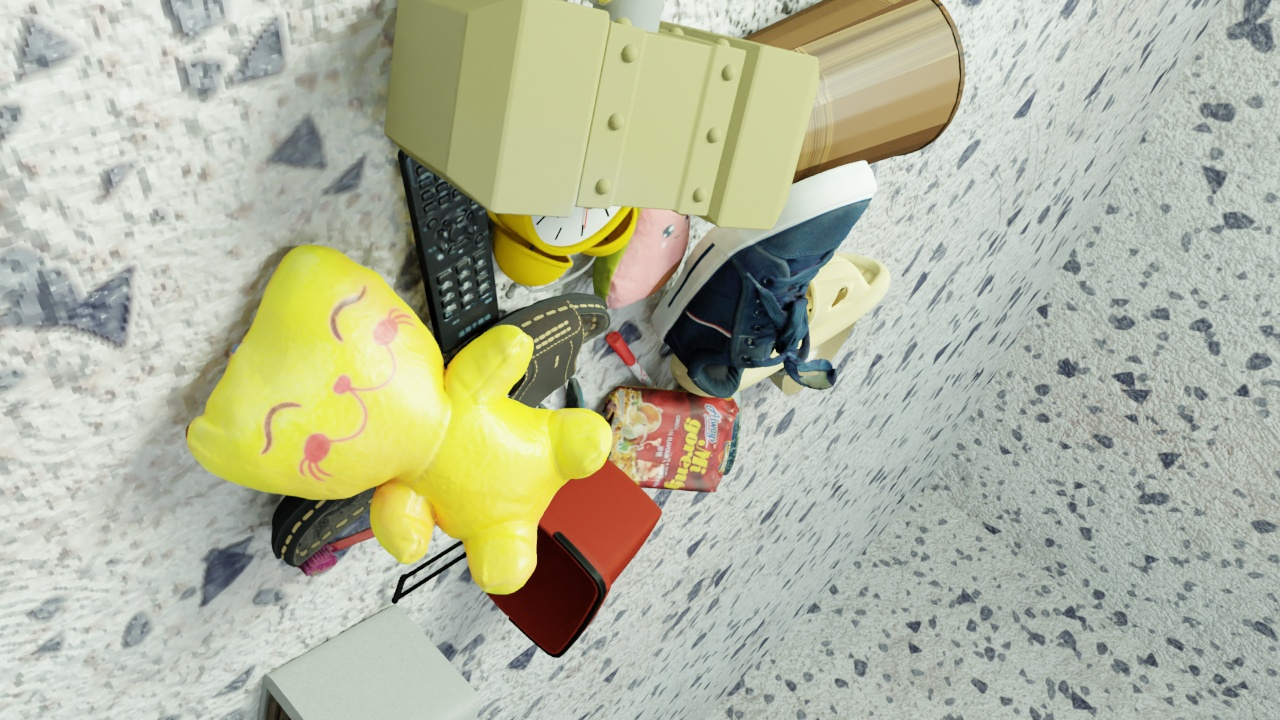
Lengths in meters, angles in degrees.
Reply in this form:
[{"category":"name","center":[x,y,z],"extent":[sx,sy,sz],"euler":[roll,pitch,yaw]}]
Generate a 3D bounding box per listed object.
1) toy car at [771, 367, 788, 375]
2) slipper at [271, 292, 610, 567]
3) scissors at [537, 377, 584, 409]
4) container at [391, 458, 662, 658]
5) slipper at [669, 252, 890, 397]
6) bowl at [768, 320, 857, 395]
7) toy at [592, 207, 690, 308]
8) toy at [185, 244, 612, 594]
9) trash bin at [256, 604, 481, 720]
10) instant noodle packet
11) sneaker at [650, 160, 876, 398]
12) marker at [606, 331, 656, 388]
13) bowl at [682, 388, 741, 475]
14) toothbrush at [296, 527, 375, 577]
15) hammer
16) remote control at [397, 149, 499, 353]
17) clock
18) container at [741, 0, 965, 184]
[{"category":"toy car","center":[0.129,-0.005,0.975],"extent":[0.092,0.037,0.040],"euler":[10,122,-23]},{"category":"slipper","center":[-0.112,0.048,0.593],"extent":[0.267,0.076,0.113],"euler":[-40,173,-23]},{"category":"scissors","center":[-0.061,0.060,0.791],"extent":[0.127,0.019,0.142],"euler":[-9,134,-58]},{"category":"container","center":[-0.089,0.179,0.779],"extent":[0.200,0.127,0.148],"euler":[-36,162,-44]},{"category":"slipper","center":[0.131,-0.059,0.882],"extent":[0.260,0.111,0.079],"euler":[-34,129,-26]},{"category":"bowl","center":[0.194,-0.035,1.068],"extent":[0.152,0.050,0.153],"euler":[-40,154,-25]},{"category":"toy","center":[0.003,-0.090,0.652],"extent":[0.089,0.051,0.110],"euler":[-36,152,-39]},{"category":"toy","center":[-0.119,0.030,0.487],"extent":[0.134,0.193,0.087],"euler":[-62,-161,-1]},{"category":"trash bin","center":[-0.234,0.333,0.750],"extent":[0.114,0.114,0.229],"euler":[-23,143,-48]},{"category":"instant noodle packet","center":[0.022,0.075,0.853],"extent":[0.135,0.039,0.099],"euler":[7,111,-17]},{"category":"sneaker","center":[0.102,-0.038,0.689],"extent":[0.120,0.127,0.295],"euler":[-22,167,-23]},{"category":"marker","center":[-0.005,0.005,0.820],"extent":[0.012,0.013,0.142],"euler":[-49,156,-6]},{"category":"bowl","center":[0.063,0.057,0.938],"extent":[0.114,0.060,0.114],"euler":[-176,-88,-84]},{"category":"toothbrush","center":[-0.171,0.121,0.683],"extent":[0.189,0.016,0.016],"euler":[-16,137,-53]},{"category":"hammer","center":[0.010,-0.231,0.396],"extent":[0.189,0.101,0.325],"euler":[-3,116,-35]},{"category":"remote control","center":[-0.109,-0.068,0.524],"extent":[0.047,0.022,0.150],"euler":[-37,150,-29]},{"category":"clock","center":[-0.041,-0.107,0.552],"extent":[0.113,0.052,0.152],"euler":[-31,145,-38]},{"category":"container","center":[0.123,-0.187,0.648],"extent":[0.166,0.132,0.132],"euler":[-28,147,-31]}]
